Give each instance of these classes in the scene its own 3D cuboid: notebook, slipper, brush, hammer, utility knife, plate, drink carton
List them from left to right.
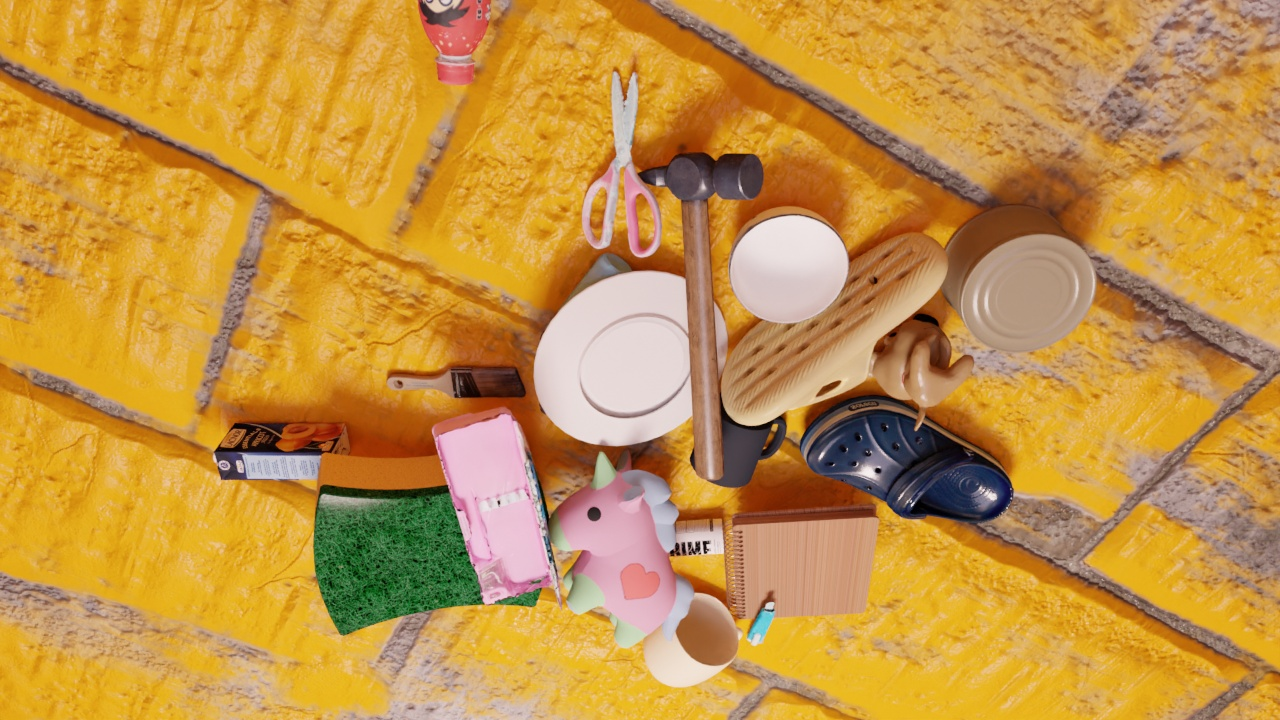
[{"bbox_3d":[-0.396,0.101,1.019,0.130,0.064,0.040,0,117,0],"label":"drink carton"},{"bbox_3d":[-0.230,0.192,1.021,0.250,0.075,0.195,-5,120,-14],"label":"brush"},{"bbox_3d":[-0.202,0.024,0.999,0.151,0.012,0.039,0,120,3],"label":"brush"},{"bbox_3d":[-0.006,0.005,0.943,0.208,0.015,0.209,-9,123,-14],"label":"plate"},{"bbox_3d":[0.057,-0.035,0.878,0.129,0.040,0.322,10,112,38],"label":"hammer"},{"bbox_3d":[0.152,0.325,1.133,0.022,0.015,0.124,10,143,0],"label":"utility knife"},{"bbox_3d":[0.183,0.241,1.072,0.169,0.022,0.211,-4,136,4],"label":"notebook"},{"bbox_3d":[0.197,-0.024,0.918,0.262,0.111,0.079,-39,133,16],"label":"slipper"},{"bbox_3d":[0.300,0.119,0.994,0.252,0.095,0.105,19,121,-13],"label":"slipper"}]

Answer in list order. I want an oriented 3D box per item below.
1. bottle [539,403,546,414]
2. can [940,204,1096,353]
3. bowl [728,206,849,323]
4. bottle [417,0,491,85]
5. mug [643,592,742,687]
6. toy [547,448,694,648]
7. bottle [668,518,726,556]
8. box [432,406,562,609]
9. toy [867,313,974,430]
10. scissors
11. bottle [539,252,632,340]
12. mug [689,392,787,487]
[{"bbox_3d":[-0.053,0.043,0.991,0.110,0.036,0.036,2,120,0],"label":"bottle"},{"bbox_3d":[0.363,-0.078,0.889,0.128,0.073,0.128,1,120,1],"label":"can"},{"bbox_3d":[0.140,-0.099,0.889,0.113,0.063,0.114,1,120,1],"label":"bowl"},{"bbox_3d":[-0.158,-0.307,0.782,0.062,0.061,0.138,5,119,-1],"label":"bottle"},{"bbox_3d":[0.064,0.350,1.133,0.120,0.096,0.100,8,140,-31],"label":"mug"},{"bbox_3d":[-0.008,0.214,1.016,0.222,0.120,0.171,42,96,-18],"label":"toy"},{"bbox_3d":[0.042,0.210,1.081,0.116,0.041,0.041,-5,119,4],"label":"bottle"},{"bbox_3d":[-0.138,0.171,0.927,0.086,0.105,0.231,-15,121,-10],"label":"box"},{"bbox_3d":[0.280,0.008,0.927,0.134,0.108,0.106,16,102,-8],"label":"toy"},{"bbox_3d":[-0.029,-0.186,0.864,0.105,0.016,0.179,5,110,39],"label":"scissors"},{"bbox_3d":[-0.059,-0.051,0.936,0.040,0.040,0.130,33,115,-16],"label":"bottle"},{"bbox_3d":[0.113,0.085,0.999,0.105,0.071,0.078,-1,123,-29],"label":"mug"}]
